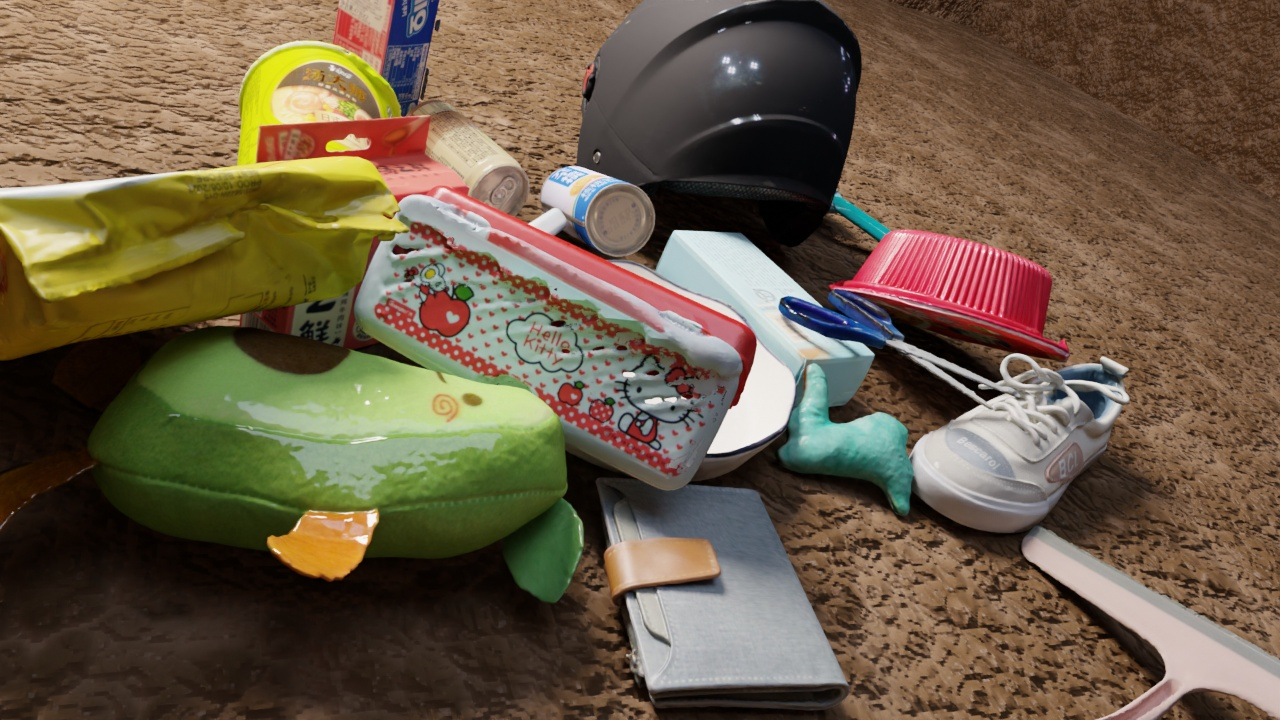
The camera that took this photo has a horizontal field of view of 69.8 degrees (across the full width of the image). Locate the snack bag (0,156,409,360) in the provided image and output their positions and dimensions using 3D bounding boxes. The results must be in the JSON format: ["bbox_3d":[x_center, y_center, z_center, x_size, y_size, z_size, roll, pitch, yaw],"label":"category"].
[{"bbox_3d":[-0.237,-0.047,0.410,0.247,0.068,0.157,3,17,37],"label":"snack bag"}]

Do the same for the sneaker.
[{"bbox_3d":[0.281,0.048,0.649,0.241,0.091,0.089,-13,44,-43],"label":"sneaker"}]

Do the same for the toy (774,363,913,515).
[{"bbox_3d":[0.131,0.050,0.593,0.092,0.030,0.096,6,69,-7],"label":"toy"}]

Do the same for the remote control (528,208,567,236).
[{"bbox_3d":[-0.098,-0.072,0.636,0.020,0.056,0.135,54,32,-9],"label":"remote control"}]

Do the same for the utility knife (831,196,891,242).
[{"bbox_3d":[0.243,-0.136,0.951,0.187,0.013,0.029,31,46,-13],"label":"utility knife"}]

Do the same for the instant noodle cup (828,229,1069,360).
[{"bbox_3d":[0.254,-0.057,0.745,0.194,0.066,0.194,16,3,-1],"label":"instant noodle cup"}]

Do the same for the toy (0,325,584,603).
[{"bbox_3d":[-0.144,0.036,0.399,0.246,0.090,0.227,7,20,-15],"label":"toy"}]

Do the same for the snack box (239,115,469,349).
[{"bbox_3d":[-0.160,-0.069,0.520,0.044,0.127,0.113,37,35,24],"label":"snack box"}]

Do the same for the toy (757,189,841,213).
[{"bbox_3d":[0.141,-0.196,0.980,0.161,0.050,0.156,14,32,-9],"label":"toy"}]

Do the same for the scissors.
[{"bbox_3d":[0.170,-0.013,0.633,0.163,0.012,0.162,11,24,-13],"label":"scissors"}]

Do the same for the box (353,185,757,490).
[{"bbox_3d":[-0.048,-0.009,0.479,0.201,0.095,0.098,26,68,10],"label":"box"}]

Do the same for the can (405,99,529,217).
[{"bbox_3d":[-0.143,-0.160,0.739,0.058,0.059,0.116,-11,44,-42],"label":"can"}]

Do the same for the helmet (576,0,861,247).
[{"bbox_3d":[0.069,-0.228,0.821,0.233,0.231,0.274,5,28,-30],"label":"helmet"}]

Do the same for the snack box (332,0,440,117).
[{"bbox_3d":[-0.200,-0.267,0.724,0.058,0.208,0.057,32,33,16],"label":"snack box"}]

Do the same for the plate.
[{"bbox_3d":[-0.003,0.003,0.586,0.205,0.046,0.204,15,33,-10],"label":"plate"}]

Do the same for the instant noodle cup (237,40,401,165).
[{"bbox_3d":[-0.219,-0.134,0.617,0.111,0.112,0.123,9,41,-20],"label":"instant noodle cup"}]

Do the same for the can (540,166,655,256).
[{"bbox_3d":[-0.037,-0.118,0.708,0.053,0.053,0.134,7,14,-23],"label":"can"}]

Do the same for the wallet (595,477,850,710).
[{"bbox_3d":[0.034,0.108,0.454,0.106,0.037,0.129,9,33,-21],"label":"wallet"}]

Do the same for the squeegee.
[{"bbox_3d":[0.224,0.183,0.455,0.249,0.040,0.248,-8,26,-32],"label":"squeegee"}]

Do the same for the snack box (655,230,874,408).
[{"bbox_3d":[0.088,-0.034,0.694,0.074,0.052,0.175,-3,40,-38],"label":"snack box"}]
